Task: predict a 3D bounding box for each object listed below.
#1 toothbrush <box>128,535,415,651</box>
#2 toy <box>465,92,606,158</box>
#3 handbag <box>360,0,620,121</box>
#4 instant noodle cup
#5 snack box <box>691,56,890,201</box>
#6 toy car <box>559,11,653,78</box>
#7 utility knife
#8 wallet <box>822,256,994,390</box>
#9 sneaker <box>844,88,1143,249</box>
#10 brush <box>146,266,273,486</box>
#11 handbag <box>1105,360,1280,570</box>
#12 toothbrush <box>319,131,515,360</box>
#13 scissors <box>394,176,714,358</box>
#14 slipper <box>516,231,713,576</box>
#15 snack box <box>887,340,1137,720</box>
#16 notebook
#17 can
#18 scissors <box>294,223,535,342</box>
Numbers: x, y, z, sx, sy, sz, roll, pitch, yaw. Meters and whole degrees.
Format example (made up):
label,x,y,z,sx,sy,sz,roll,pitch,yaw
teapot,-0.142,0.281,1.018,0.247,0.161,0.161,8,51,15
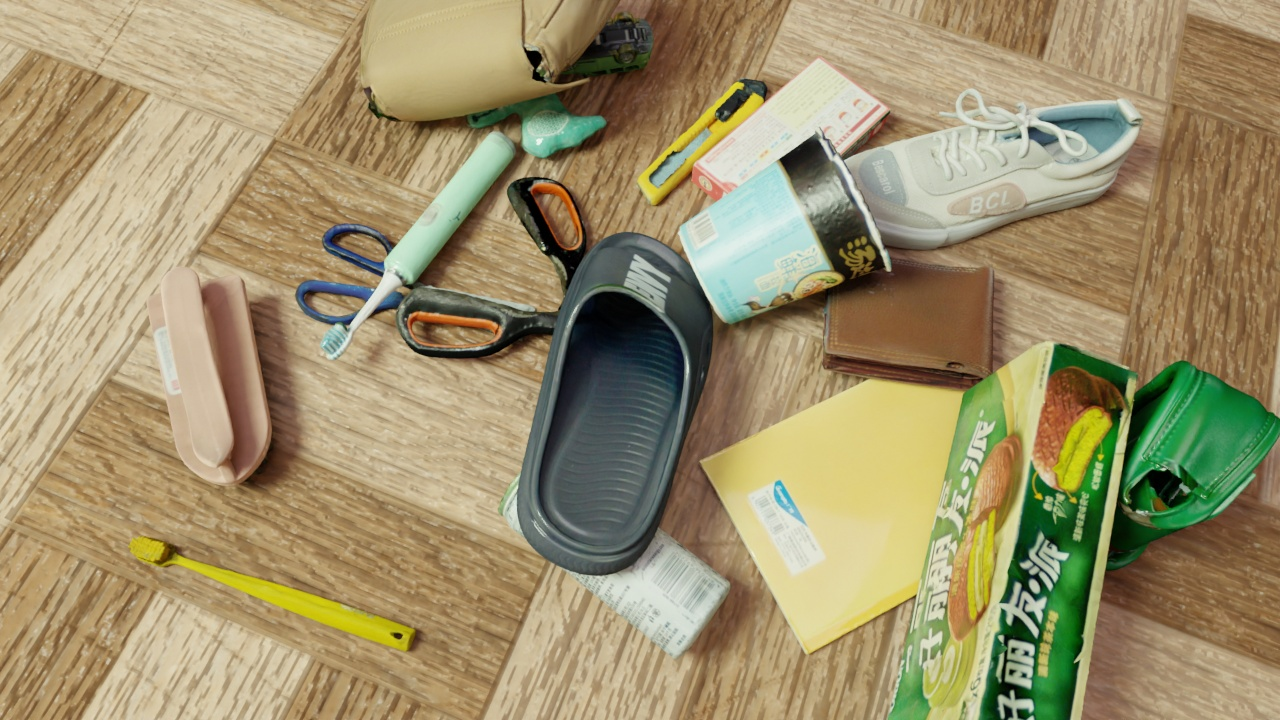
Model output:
label,x,y,z,sx,sy,sz,roll,pitch,yaw
toothbrush,-0.232,0.145,0.576,0.190,0.017,0.015,18,67,4
toy,-0.087,-0.196,0.729,0.096,0.030,0.092,-27,66,-6
handbag,-0.112,-0.246,0.688,0.205,0.100,0.147,-1,59,31
instant noodle cup,0.096,-0.084,0.642,0.120,0.111,0.111,-28,69,11
snack box,0.120,-0.172,0.730,0.077,0.027,0.155,42,71,14
toy car,-0.035,-0.256,0.752,0.091,0.036,0.043,-5,68,-3
utility knife,0.052,-0.178,0.735,0.033,0.015,0.153,37,70,15
wallet,0.194,-0.033,0.664,0.124,0.032,0.101,8,58,4
sneaker,0.263,-0.150,0.694,0.242,0.091,0.089,-11,66,-7
brush,-0.282,0.013,0.602,0.063,0.073,0.145,-16,70,-11
handbag,0.325,0.070,0.580,0.068,0.131,0.120,39,73,17
toothbrush,-0.158,-0.086,0.666,0.026,0.027,0.223,15,58,29
scissors,-0.063,-0.041,0.660,0.220,0.022,0.234,-11,66,-14
slipper,-0.003,0.003,0.582,0.110,0.084,0.267,19,50,-7
snack box,0.222,0.117,0.552,0.063,0.115,0.239,20,71,1
notebook,0.164,0.087,0.628,0.206,0.010,0.145,-24,70,-13
can,-0.017,0.119,0.578,0.147,0.058,0.058,36,69,12
scissors,-0.168,-0.042,0.666,0.140,0.012,0.171,-40,75,-20
